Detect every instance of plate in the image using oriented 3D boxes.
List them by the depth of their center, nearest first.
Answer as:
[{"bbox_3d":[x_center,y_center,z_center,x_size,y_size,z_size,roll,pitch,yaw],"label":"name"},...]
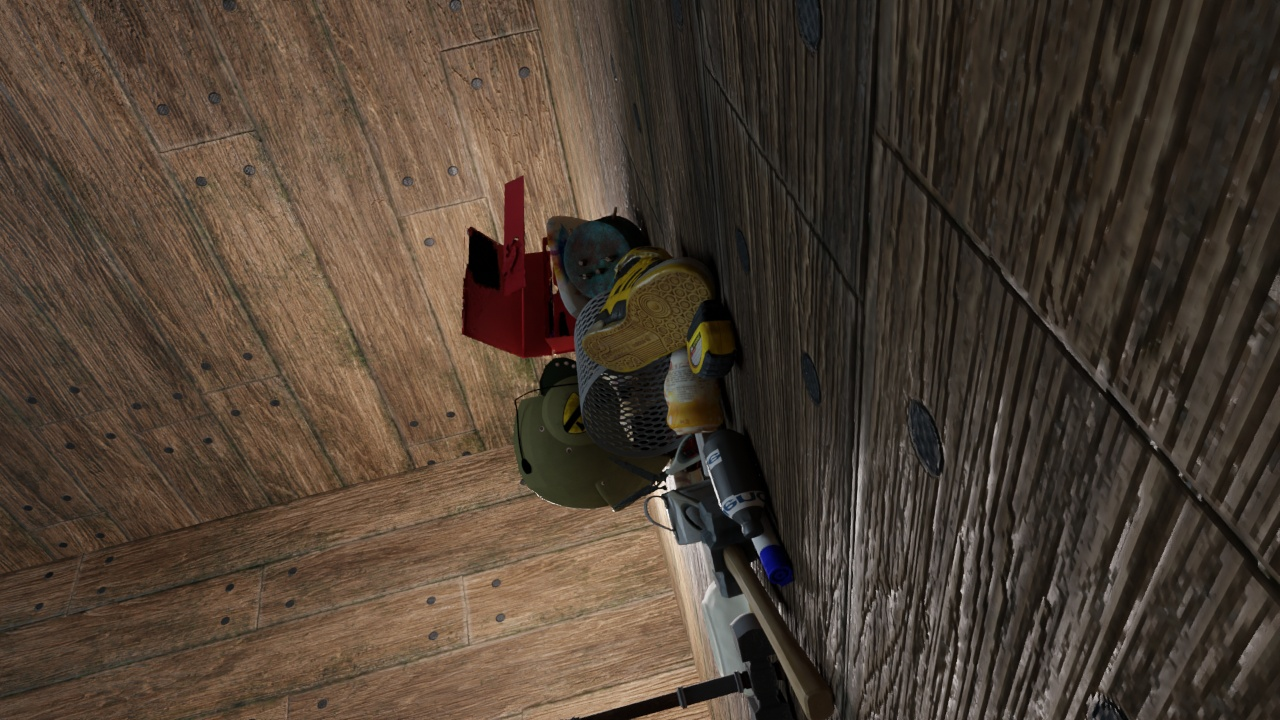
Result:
[{"bbox_3d":[-0.068,-0.145,1.473,0.186,0.016,0.186,4,-113,-49],"label":"plate"}]

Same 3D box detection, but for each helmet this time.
[{"bbox_3d":[-0.062,0.110,1.373,0.250,0.255,0.233,110,151,-86],"label":"helmet"}]

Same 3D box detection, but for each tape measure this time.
[{"bbox_3d":[0.068,-0.014,0.864,0.066,0.037,0.064,107,157,-56],"label":"tape measure"}]

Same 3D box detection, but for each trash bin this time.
[{"bbox_3d":[-0.007,0.007,1.183,0.183,0.156,0.157,-105,3,-55],"label":"trash bin"}]

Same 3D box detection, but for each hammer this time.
[{"bbox_3d":[0.128,0.258,0.962,0.322,0.051,0.117,-123,19,-69],"label":"hammer"},{"bbox_3d":[0.012,0.404,1.071,0.043,0.322,0.156,-129,25,-81],"label":"hammer"}]

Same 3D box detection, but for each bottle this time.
[{"bbox_3d":[0.096,0.122,0.906,0.047,0.047,0.112,82,173,-58],"label":"bottle"},{"bbox_3d":[0.056,0.026,1.005,0.063,0.063,0.109,113,151,-84],"label":"bottle"}]

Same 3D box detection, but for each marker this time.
[{"bbox_3d":[0.119,0.166,0.912,0.027,0.023,0.133,53,-170,-34],"label":"marker"}]

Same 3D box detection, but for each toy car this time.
[{"bbox_3d":[0.069,0.130,1.324,0.091,0.042,0.036,80,168,-54],"label":"toy car"}]

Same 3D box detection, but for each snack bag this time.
[{"bbox_3d":[0.004,0.076,1.517,0.095,0.069,0.206,-7,98,50],"label":"snack bag"}]

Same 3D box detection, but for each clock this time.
[{"bbox_3d":[-0.047,-0.139,1.382,0.073,0.122,0.157,-32,-79,-56],"label":"clock"}]

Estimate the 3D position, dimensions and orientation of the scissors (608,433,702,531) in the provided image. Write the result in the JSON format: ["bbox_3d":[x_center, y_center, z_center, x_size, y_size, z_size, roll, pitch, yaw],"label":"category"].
[{"bbox_3d":[0.042,0.152,1.126,0.157,0.171,0.012,50,-163,5],"label":"scissors"}]

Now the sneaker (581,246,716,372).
[{"bbox_3d":[0.024,-0.077,0.981,0.239,0.086,0.121,-33,27,57],"label":"sneaker"}]

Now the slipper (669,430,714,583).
[{"bbox_3d":[0.082,0.235,1.435,0.115,0.052,0.263,103,152,-84],"label":"slipper"}]

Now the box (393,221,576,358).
[{"bbox_3d":[-0.213,-0.117,1.550,0.124,0.378,0.211,106,163,-63],"label":"box"}]

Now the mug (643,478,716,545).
[{"bbox_3d":[0.062,0.194,1.166,0.084,0.113,0.070,148,106,-69],"label":"mug"}]

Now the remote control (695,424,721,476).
[{"bbox_3d":[0.074,0.063,1.066,0.050,0.011,0.136,-24,-78,-59],"label":"remote control"}]

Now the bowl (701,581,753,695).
[{"bbox_3d":[0.128,0.381,1.271,0.188,0.060,0.220,-110,8,-53],"label":"bowl"}]
